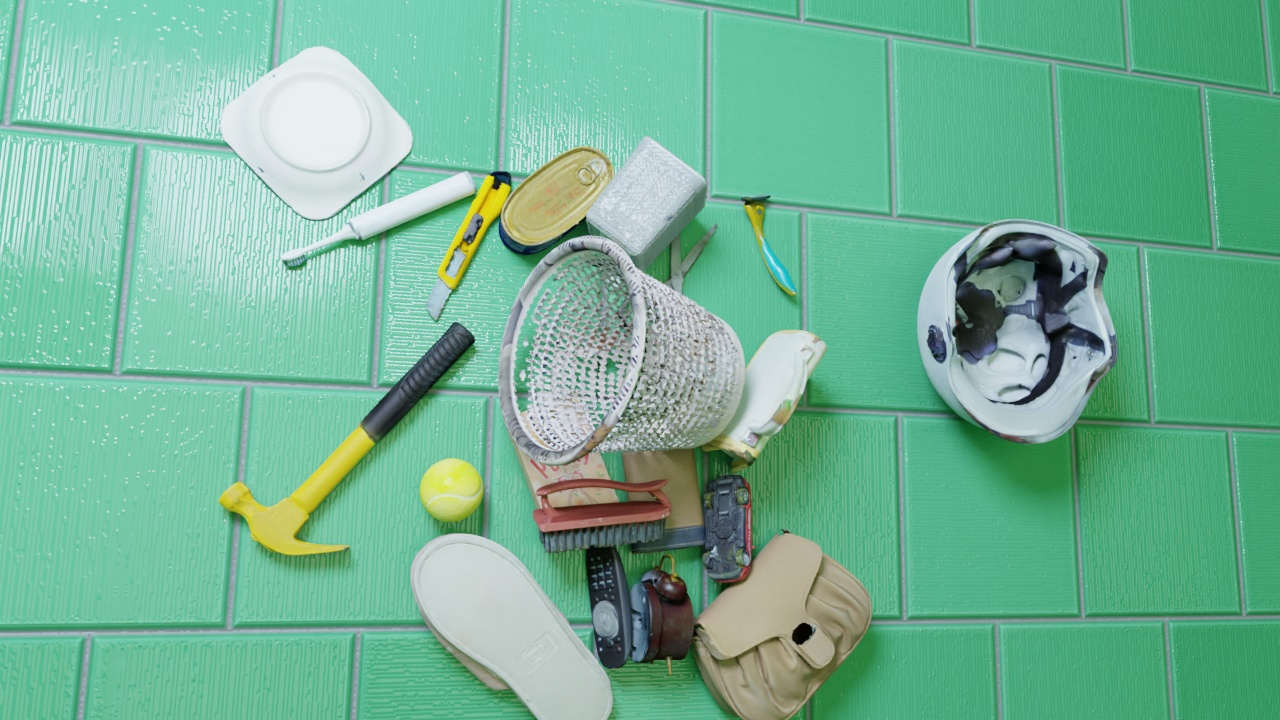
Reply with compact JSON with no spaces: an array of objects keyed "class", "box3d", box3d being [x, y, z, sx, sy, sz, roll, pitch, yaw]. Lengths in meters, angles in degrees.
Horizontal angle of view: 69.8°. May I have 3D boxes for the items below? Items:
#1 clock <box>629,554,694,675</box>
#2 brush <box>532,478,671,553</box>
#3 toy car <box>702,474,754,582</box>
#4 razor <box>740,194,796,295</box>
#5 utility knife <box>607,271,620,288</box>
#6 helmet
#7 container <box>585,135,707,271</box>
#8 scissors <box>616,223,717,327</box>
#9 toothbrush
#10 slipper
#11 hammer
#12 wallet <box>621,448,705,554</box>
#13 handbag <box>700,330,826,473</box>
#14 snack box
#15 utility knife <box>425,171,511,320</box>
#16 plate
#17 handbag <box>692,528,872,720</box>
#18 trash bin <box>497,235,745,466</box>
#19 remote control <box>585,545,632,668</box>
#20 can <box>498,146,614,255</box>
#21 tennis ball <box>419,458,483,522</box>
[{"class":"clock","box3d":[0.020,0.269,0.983,0.055,0.082,0.122,8,82,-18]},{"class":"brush","box3d":[-0.037,0.158,0.964,0.145,0.063,0.069,-3,96,-14]},{"class":"toy car","box3d":[0.101,0.188,1.021,0.045,0.053,0.120,39,49,-46]},{"class":"razor","box3d":[0.157,-0.138,1.106,0.043,0.028,0.132,-16,82,-47]},{"class":"utility knife","box3d":[0.004,-0.151,1.075,0.034,0.018,0.161,32,77,-9]},{"class":"helmet","box3d":[0.427,-0.034,1.100,0.229,0.146,0.258,-1,90,-13]},{"class":"container","box3d":[0.004,-0.169,1.025,0.090,0.090,0.114,38,82,8]},{"class":"scissors","box3d":[0.039,-0.093,1.080,0.159,0.014,0.178,-20,85,-19]},{"class":"toothbrush","box3d":[-0.283,-0.153,0.997,0.220,0.026,0.026,-27,51,-17]},{"class":"slipper","box3d":[-0.131,0.286,0.954,0.114,0.054,0.274,-44,105,-13]},{"class":"hammer","box3d":[-0.284,0.077,0.959,0.129,0.033,0.300,42,74,-6]},{"class":"wallet","box3d":[0.026,0.156,1.028,0.090,0.033,0.115,-5,82,-18]},{"class":"handbag","box3d":[0.139,0.037,0.999,0.063,0.179,0.163,35,76,-2]},{"class":"snack box","box3d":[-0.083,0.122,1.007,0.084,0.026,0.157,-21,88,-16]},{"class":"utility knife","box3d":[-0.191,-0.132,1.023,0.033,0.015,0.192,26,77,-7]},{"class":"plate","box3d":[-0.348,-0.253,0.992,0.163,0.034,0.164,46,73,-4]},{"class":"handbag","box3d":[0.155,0.293,1.004,0.204,0.100,0.148,-41,91,-21]},{"class":"trash bin","box3d":[-0.007,0.005,0.946,0.192,0.228,0.227,14,77,-40]},{"class":"remote control","box3d":[-0.032,0.260,0.988,0.024,0.053,0.136,6,71,-47]},{"class":"can","box3d":[-0.096,-0.179,1.037,0.148,0.049,0.074,-42,94,-16]},{"class":"tennis ball","box3d":[-0.197,0.135,0.956,0.065,0.065,0.065,2,81,-14]}]
